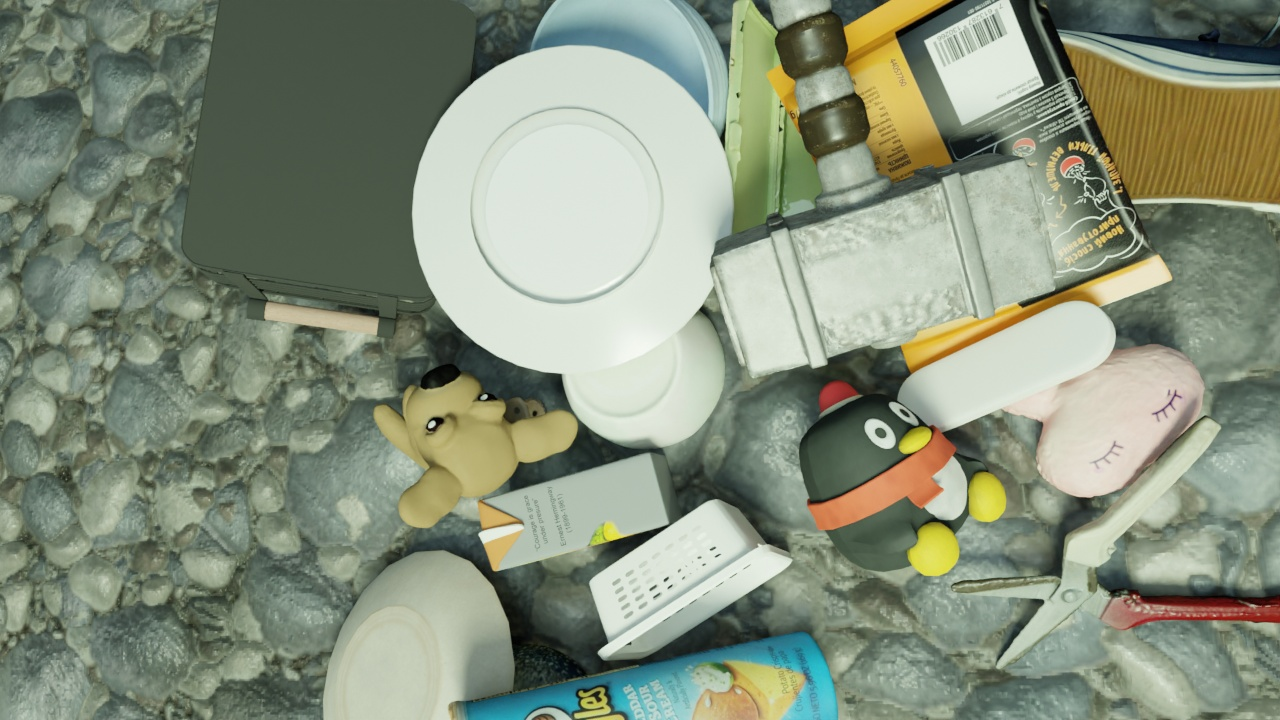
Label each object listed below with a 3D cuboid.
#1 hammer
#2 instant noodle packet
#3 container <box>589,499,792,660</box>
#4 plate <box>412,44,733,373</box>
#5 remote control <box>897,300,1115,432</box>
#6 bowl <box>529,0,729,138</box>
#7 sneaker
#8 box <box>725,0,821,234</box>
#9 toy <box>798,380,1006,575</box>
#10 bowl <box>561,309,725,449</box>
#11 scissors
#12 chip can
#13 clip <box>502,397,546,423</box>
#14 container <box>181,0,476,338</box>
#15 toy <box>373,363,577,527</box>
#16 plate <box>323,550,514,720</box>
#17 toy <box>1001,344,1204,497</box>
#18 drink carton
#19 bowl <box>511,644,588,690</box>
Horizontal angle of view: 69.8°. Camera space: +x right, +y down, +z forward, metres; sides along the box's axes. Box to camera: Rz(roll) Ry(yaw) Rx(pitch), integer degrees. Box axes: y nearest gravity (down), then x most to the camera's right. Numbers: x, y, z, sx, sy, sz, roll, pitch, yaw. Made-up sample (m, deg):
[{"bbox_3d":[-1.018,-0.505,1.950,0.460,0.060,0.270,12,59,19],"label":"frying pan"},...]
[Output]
[{"bbox_3d":[0.096,-0.162,0.498,0.177,0.079,0.326,-17,102,10],"label":"hammer"},{"bbox_3d":[0.195,-0.115,0.560,0.160,0.032,0.221,-24,99,28],"label":"instant noodle packet"},{"bbox_3d":[0.028,0.142,0.603,0.129,0.080,0.049,-35,64,9],"label":"container"},{"bbox_3d":[-0.046,-0.096,0.579,0.209,0.015,0.208,0,91,8],"label":"plate"},{"bbox_3d":[0.223,0.006,0.569,0.137,0.013,0.043,-30,56,32],"label":"remote control"},{"bbox_3d":[0.002,-0.187,0.635,0.151,0.074,0.151,16,121,29],"label":"bowl"},{"bbox_3d":[0.316,-0.164,0.562,0.295,0.127,0.121,15,124,27],"label":"sneaker"},{"bbox_3d":[0.103,-0.135,0.622,0.130,0.064,0.188,5,85,-26],"label":"box"},{"bbox_3d":[0.145,0.068,0.564,0.119,0.097,0.100,57,145,3],"label":"toy"},{"bbox_3d":[-0.004,0.004,0.631,0.116,0.065,0.116,-2,83,16],"label":"bowl"},{"bbox_3d":[0.288,0.113,0.538,0.199,0.015,0.179,3,111,9],"label":"scissors"},{"bbox_3d":[0.002,0.223,0.562,0.229,0.080,0.079,-7,81,-12],"label":"chip can"},{"bbox_3d":[-0.100,0.047,0.668,0.061,0.041,0.024,-29,76,6],"label":"clip"},{"bbox_3d":[-0.214,-0.146,0.656,0.162,0.130,0.241,8,85,-15],"label":"container"},{"bbox_3d":[-0.128,0.052,0.628,0.108,0.133,0.106,3,116,55],"label":"toy"},{"bbox_3d":[-0.166,0.225,0.635,0.189,0.027,0.188,-15,64,32],"label":"plate"},{"bbox_3d":[0.274,0.024,0.561,0.108,0.053,0.105,-51,59,7],"label":"toy"},{"bbox_3d":[-0.041,0.103,0.628,0.125,0.076,0.048,-17,79,9],"label":"drink carton"},{"bbox_3d":[-0.085,0.258,0.628,0.114,0.060,0.114,-2,84,15],"label":"bowl"}]
